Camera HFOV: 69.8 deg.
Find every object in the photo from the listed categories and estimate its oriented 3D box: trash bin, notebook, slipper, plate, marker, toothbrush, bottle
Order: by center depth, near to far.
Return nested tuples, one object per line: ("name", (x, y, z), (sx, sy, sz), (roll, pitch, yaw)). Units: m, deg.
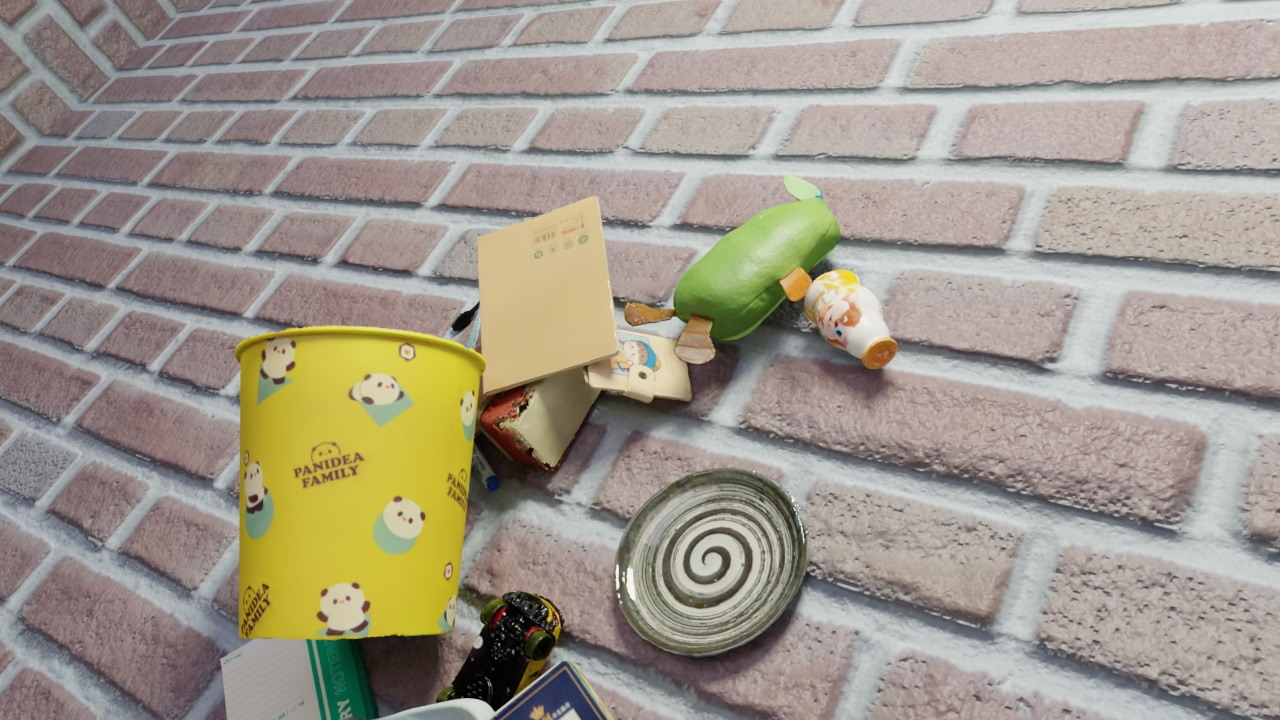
("slipper", (-0.225, 0.343, 0.755), (0.246, 0.074, 0.104), (-22, 65, 16))
("plate", (0.062, 0.174, 0.801), (0.180, 0.024, 0.179), (-16, 47, 18))
("trash bin", (-0.260, 0.121, 0.845), (0.230, 0.229, 0.255), (-8, 74, 23))
("bottle", (0.203, -0.038, 0.879), (0.063, 0.063, 0.108), (-30, 44, 2))
("notebook", (-0.330, 0.332, 0.885), (0.150, 0.012, 0.209), (-33, 44, -3))
("notebook", (-0.102, -0.072, 0.956), (0.148, 0.008, 0.207), (-17, 57, 13))
("marker", (-0.188, 0.095, 1.009), (0.017, 0.017, 0.146), (-38, 45, -6))
("toothbrush", (-0.176, -0.106, 1.179), (0.189, 0.014, 0.016), (-48, 23, -17))

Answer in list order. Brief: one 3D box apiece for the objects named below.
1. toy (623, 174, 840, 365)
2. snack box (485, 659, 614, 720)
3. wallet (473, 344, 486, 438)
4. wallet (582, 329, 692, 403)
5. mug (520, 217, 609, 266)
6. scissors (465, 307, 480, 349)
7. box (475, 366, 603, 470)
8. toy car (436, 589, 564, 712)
("toy", (0.109, -0.088, 0.950), (0.246, 0.090, 0.227), (-38, 28, -7))
("snack box", (-0.071, 0.348, 0.666), (0.178, 0.046, 0.182), (-38, 65, -5))
("wallet", (-0.203, 0.047, 1.026), (0.101, 0.020, 0.115), (-31, 49, 16))
("wallet", (-0.006, 0.005, 0.933), (0.024, 0.115, 0.087), (-56, 33, 41))
("mug", (-0.092, -0.093, 1.046), (0.084, 0.124, 0.103), (-31, 43, 32))
("scissors", (-0.206, -0.008, 1.094), (0.057, 0.017, 0.133), (-9, 60, 35))
("box", (-0.087, 0.025, 0.959), (0.077, 0.091, 0.168), (7, 56, 39))
("toy car", (-0.126, 0.275, 0.799), (0.071, 0.041, 0.155), (23, 80, 36))
